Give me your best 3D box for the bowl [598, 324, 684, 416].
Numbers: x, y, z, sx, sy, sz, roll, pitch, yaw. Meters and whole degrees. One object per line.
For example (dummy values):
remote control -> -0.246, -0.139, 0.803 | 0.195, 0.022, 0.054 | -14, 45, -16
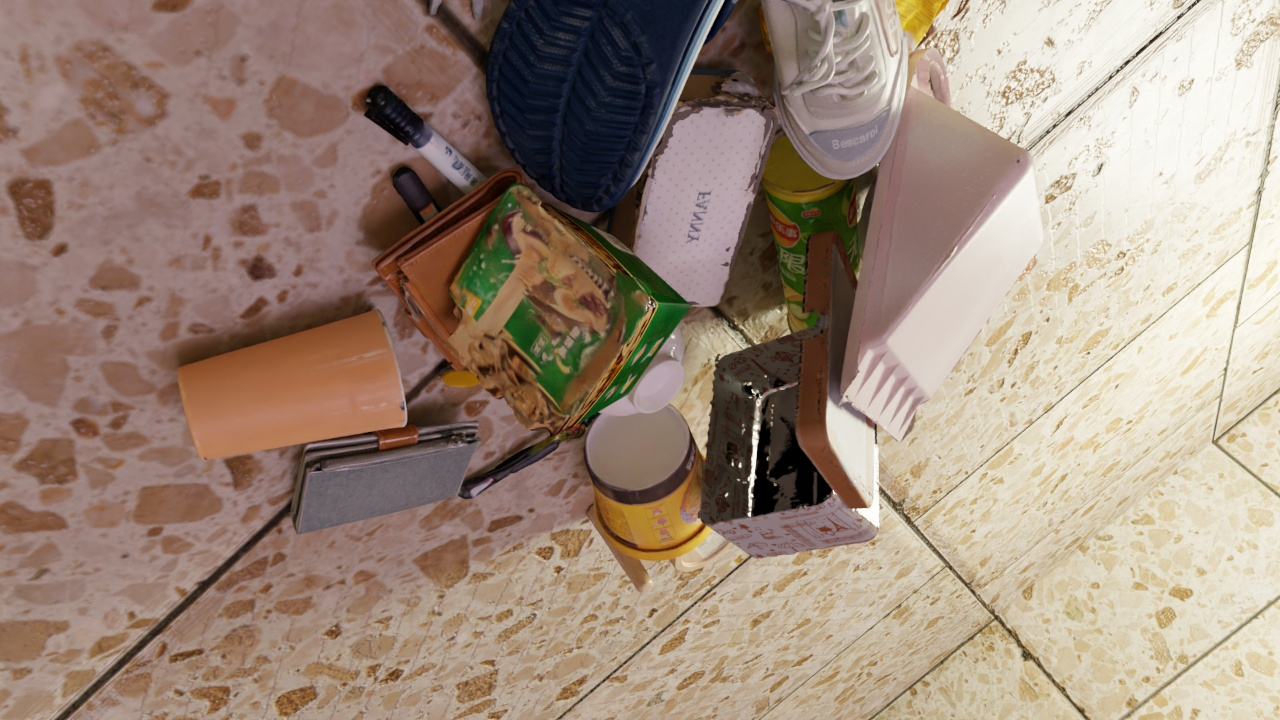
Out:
bowl -> -0.004, 0.004, 0.728 | 0.118, 0.065, 0.118 | -26, 137, -26

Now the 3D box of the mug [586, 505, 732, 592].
mug -> 0.023, 0.154, 0.901 | 0.124, 0.103, 0.084 | -34, 145, -5

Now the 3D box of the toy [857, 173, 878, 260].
toy -> 0.209, -0.120, 0.790 | 0.039, 0.083, 0.108 | 8, 131, -1

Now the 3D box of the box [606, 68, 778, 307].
box -> 0.029, -0.109, 0.639 | 0.089, 0.059, 0.185 | -3, 136, -21

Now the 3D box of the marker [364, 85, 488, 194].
marker -> -0.116, -0.117, 0.549 | 0.022, 0.018, 0.130 | -52, 144, -3

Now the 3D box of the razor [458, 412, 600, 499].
razor -> -0.094, 0.078, 0.786 | 0.142, 0.022, 0.043 | -33, 143, -5

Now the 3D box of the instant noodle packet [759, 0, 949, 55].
instant noodle packet -> 0.144, -0.240, 0.613 | 0.128, 0.044, 0.111 | 10, 126, -43

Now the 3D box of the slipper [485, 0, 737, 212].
slipper -> -0.004, -0.199, 0.497 | 0.095, 0.105, 0.254 | -55, 178, -47

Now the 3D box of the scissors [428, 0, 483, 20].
scissors -> -0.082, -0.248, 0.437 | 0.171, 0.012, 0.140 | -46, 146, 14

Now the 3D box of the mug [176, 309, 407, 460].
mug -> -0.216, 0.018, 0.573 | 0.122, 0.078, 0.078 | -14, 139, -22

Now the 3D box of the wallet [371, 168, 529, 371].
wallet -> -0.100, -0.051, 0.597 | 0.107, 0.031, 0.132 | -35, 148, -6

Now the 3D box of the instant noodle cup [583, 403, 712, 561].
instant noodle cup -> 0.006, 0.101, 0.815 | 0.118, 0.118, 0.114 | -31, 144, -9

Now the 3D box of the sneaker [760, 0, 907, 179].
sneaker -> 0.114, -0.201, 0.536 | 0.089, 0.090, 0.242 | -19, 130, 8

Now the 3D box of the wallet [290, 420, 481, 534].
wallet -> -0.193, 0.082, 0.694 | 0.129, 0.037, 0.107 | -9, 147, -33

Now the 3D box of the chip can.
chip can -> 0.147, -0.090, 0.760 | 0.072, 0.072, 0.221 | -33, 145, -6

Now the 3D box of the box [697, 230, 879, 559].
box -> 0.108, 0.041, 0.742 | 0.157, 0.179, 0.227 | -7, 146, 26

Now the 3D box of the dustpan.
dustpan -> 0.205, -0.089, 0.712 | 0.273, 0.139, 0.222 | -53, 152, 2

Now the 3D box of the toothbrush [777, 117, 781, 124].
toothbrush -> 0.129, -0.188, 0.683 | 0.179, 0.016, 0.016 | -17, 132, -27

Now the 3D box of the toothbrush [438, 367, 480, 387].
toothbrush -> -0.080, 0.015, 0.734 | 0.191, 0.018, 0.016 | 3, 109, -46

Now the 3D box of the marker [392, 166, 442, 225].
marker -> -0.125, -0.078, 0.589 | 0.018, 0.015, 0.124 | -37, 144, -8

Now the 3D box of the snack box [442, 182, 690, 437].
snack box -> -0.037, -0.031, 0.569 | 0.118, 0.118, 0.105 | -54, 159, 22
